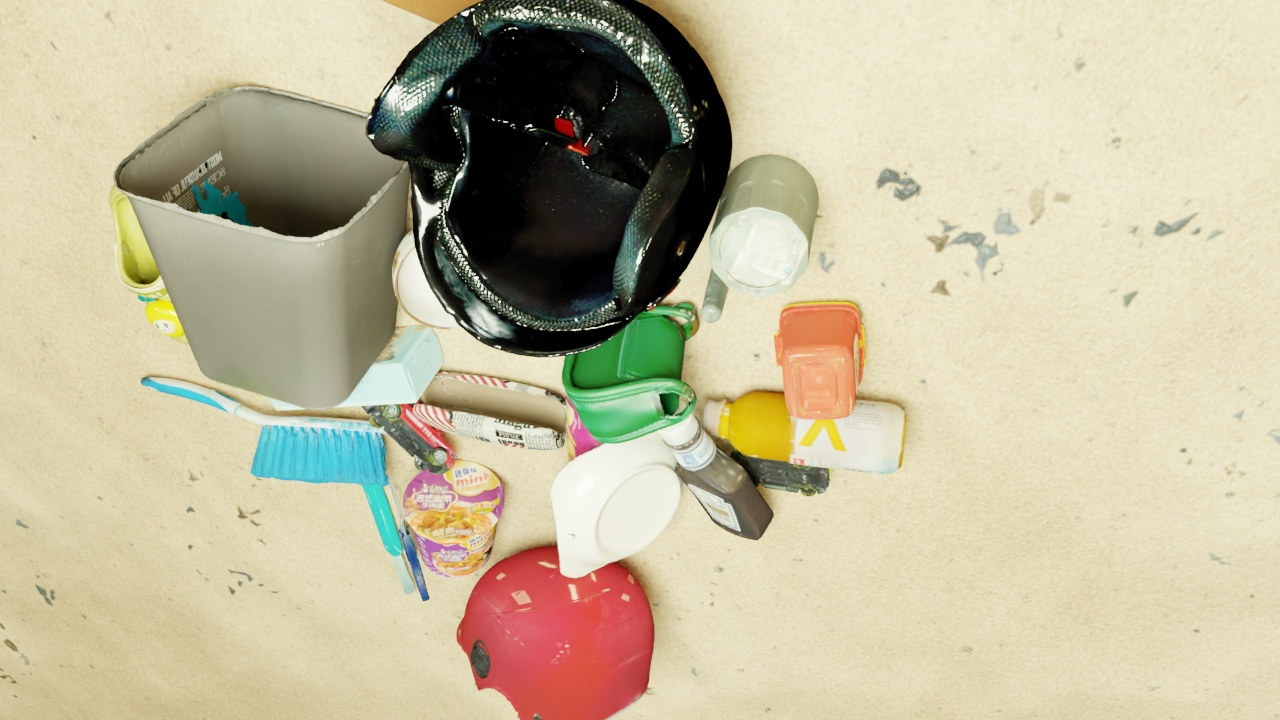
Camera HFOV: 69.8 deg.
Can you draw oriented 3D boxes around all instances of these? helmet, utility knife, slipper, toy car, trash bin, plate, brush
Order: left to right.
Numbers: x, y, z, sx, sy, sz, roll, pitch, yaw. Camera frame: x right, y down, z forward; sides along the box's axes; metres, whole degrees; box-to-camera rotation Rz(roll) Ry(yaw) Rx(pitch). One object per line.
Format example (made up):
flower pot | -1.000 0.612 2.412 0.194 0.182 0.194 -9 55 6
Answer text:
slipper | -0.493 -0.091 0.932 0.092 0.081 0.191 2 122 16
brush | -0.429 0.080 1.040 0.315 0.060 0.109 3 82 8
trash bin | -0.317 -0.095 0.824 0.199 0.198 0.220 17 133 4
utility knife | -0.313 0.209 1.131 0.029 0.013 0.222 0 122 14
toy car | -0.247 0.074 0.998 0.120 0.045 0.053 51 145 -16
helmet | -0.090 0.278 1.016 0.240 0.206 0.144 27 115 35
helmet | -0.053 -0.140 0.692 0.233 0.229 0.275 35 125 7
plate | -0.012 0.145 0.928 0.034 0.163 0.164 36 142 42
toy car | 0.142 0.106 0.932 0.105 0.032 0.048 5 127 25

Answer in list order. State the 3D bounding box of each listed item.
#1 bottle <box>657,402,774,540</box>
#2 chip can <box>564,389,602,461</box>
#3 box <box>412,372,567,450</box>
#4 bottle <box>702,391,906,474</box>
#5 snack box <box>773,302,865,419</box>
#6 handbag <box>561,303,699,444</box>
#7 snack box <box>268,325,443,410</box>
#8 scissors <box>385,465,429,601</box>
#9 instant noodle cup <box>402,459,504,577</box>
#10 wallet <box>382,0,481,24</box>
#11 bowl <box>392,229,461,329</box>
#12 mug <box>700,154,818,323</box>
bottle | 0.068 0.109 0.900 0.080 0.044 0.195 18 154 40
chip can | -0.041 0.111 0.959 0.071 0.071 0.211 8 125 9
box | -0.157 0.067 0.953 0.163 0.081 0.075 10 135 6
bottle | 0.155 0.066 0.877 0.190 0.067 0.068 6 125 14
snack box | 0.160 0.003 0.826 0.082 0.079 0.091 -1 124 16
handbag | -0.005 0.005 0.841 0.120 0.131 0.068 -13 129 17
snack box | -0.299 0.007 0.951 0.175 0.074 0.052 -3 123 17
scissors | -0.274 0.202 1.072 0.012 0.162 0.176 -16 155 -18
instant noodle cup | -0.210 0.185 1.037 0.111 0.111 0.099 15 135 4
wallet | -0.149 -0.321 0.716 0.130 0.035 0.119 22 132 -2
bowl | -0.176 -0.092 0.847 0.113 0.062 0.114 -16 136 -17
mug | 0.092 -0.097 0.761 0.083 0.103 0.124 30 125 -7
